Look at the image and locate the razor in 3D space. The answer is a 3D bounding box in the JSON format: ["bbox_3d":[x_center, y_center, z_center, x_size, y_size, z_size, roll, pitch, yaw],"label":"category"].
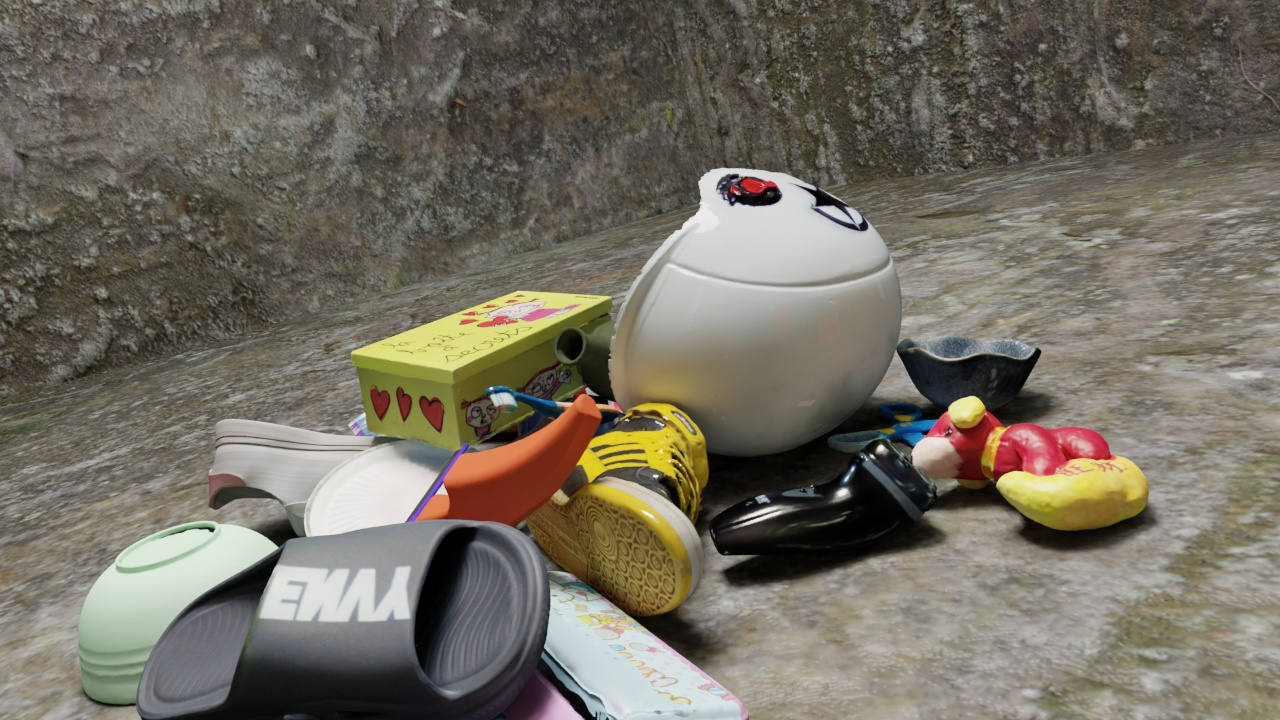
[{"bbox_3d":[0.111,0.088,0.570,0.140,0.064,0.053,-11,12,-5],"label":"razor"}]

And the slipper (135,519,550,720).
[{"bbox_3d":[-0.167,0.127,0.456,0.269,0.083,0.110,-16,43,24],"label":"slipper"}]

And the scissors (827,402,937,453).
[{"bbox_3d":[0.209,0.055,0.733,0.130,0.014,0.125,-13,14,-5],"label":"scissors"}]

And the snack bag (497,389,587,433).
[{"bbox_3d":[-0.137,0.042,0.980,0.177,0.082,0.082,-4,15,27],"label":"snack bag"}]

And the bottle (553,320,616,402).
[{"bbox_3d":[-0.005,0.005,0.818,0.072,0.071,0.206,-4,-11,30],"label":"bottle"}]

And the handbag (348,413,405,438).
[{"bbox_3d":[-0.205,0.033,0.926,0.169,0.068,0.145,-46,23,-12],"label":"handbag"}]

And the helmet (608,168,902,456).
[{"bbox_3d":[0.109,-0.021,0.732,0.164,0.237,0.263,29,29,31],"label":"helmet"}]

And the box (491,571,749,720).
[{"bbox_3d":[-0.057,0.160,0.473,0.148,0.051,0.214,-15,13,-26],"label":"box"}]

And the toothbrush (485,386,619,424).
[{"bbox_3d":[-0.056,0.034,0.639,0.022,0.017,0.135,-38,-30,25],"label":"toothbrush"}]

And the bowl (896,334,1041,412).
[{"bbox_3d":[0.267,0.012,0.751,0.110,0.055,0.110,-1,10,0],"label":"bowl"}]

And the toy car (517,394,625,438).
[{"bbox_3d":[-0.060,0.063,0.841,0.054,0.056,0.154,-5,11,-41],"label":"toy car"}]

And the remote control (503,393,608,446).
[{"bbox_3d":[-0.075,0.058,0.731,0.032,0.015,0.136,7,23,34],"label":"remote control"}]

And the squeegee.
[{"bbox_3d":[-0.092,0.081,0.567,0.185,0.055,0.249,-40,12,25],"label":"squeegee"}]

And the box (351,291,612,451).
[{"bbox_3d":[-0.131,0.001,0.818,0.125,0.082,0.220,8,20,35],"label":"box"}]

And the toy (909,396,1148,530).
[{"bbox_3d":[0.245,0.063,0.573,0.105,0.067,0.137,-13,20,-33],"label":"toy"}]

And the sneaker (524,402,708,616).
[{"bbox_3d":[0.008,0.090,0.602,0.122,0.086,0.239,-23,13,-24],"label":"sneaker"}]

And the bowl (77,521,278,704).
[{"bbox_3d":[-0.314,0.160,0.634,0.151,0.077,0.150,-11,14,3],"label":"bowl"}]

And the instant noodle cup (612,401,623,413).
[{"bbox_3d":[0.048,-0.006,0.994,0.179,0.078,0.178,-12,13,3],"label":"instant noodle cup"}]

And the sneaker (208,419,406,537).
[{"bbox_3d":[-0.262,0.114,0.802,0.236,0.089,0.099,7,-20,1],"label":"sneaker"}]

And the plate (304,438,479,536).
[{"bbox_3d":[-0.180,0.115,0.715,0.157,0.014,0.156,2,35,-1],"label":"plate"}]
